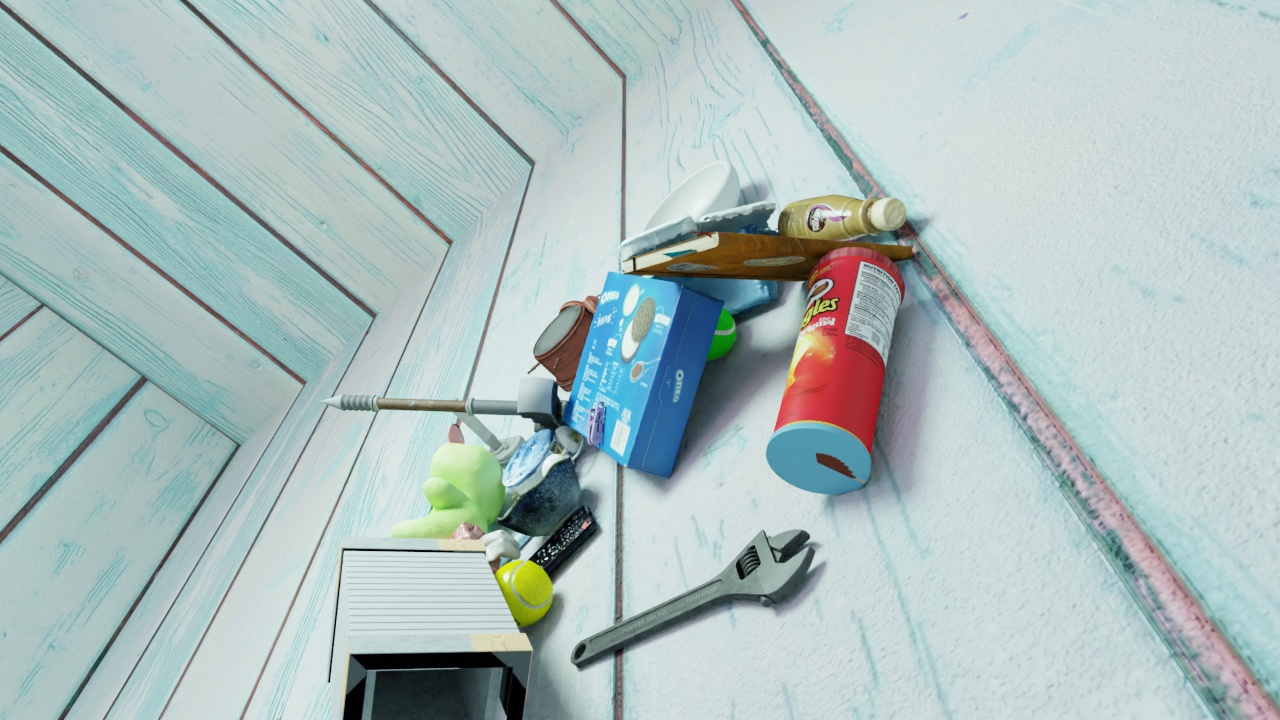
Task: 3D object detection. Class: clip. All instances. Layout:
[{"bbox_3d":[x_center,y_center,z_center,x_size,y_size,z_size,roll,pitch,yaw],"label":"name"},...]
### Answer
[{"bbox_3d":[-0.051,0.070,1.007,0.043,0.014,0.051,-6,70,66],"label":"clip"}]

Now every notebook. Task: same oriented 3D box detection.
[{"bbox_3d":[0.111,-0.097,0.899,0.179,0.248,0.014,-7,85,58],"label":"notebook"}]

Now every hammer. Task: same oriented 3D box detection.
[{"bbox_3d":[-0.254,0.058,1.174,0.156,0.322,0.043,72,-160,-71],"label":"hammer"}]

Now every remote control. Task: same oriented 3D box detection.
[{"bbox_3d":[-0.103,0.221,0.990,0.150,0.022,0.047,-45,21,2],"label":"remote control"}]

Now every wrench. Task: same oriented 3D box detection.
[{"bbox_3d":[0.034,0.206,0.765,0.274,0.018,0.073,-35,25,32],"label":"wrench"}]

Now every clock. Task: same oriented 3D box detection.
[{"bbox_3d":[-0.116,0.126,1.133,0.126,0.052,0.088,-31,26,34],"label":"clock"},{"bbox_3d":[-0.090,-0.034,1.336,0.121,0.072,0.157,-9,44,58],"label":"clock"}]

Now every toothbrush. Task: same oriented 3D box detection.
[{"bbox_3d":[-0.130,0.199,1.084,0.155,0.022,0.016,-46,-20,1],"label":"toothbrush"}]

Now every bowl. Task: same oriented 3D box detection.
[{"bbox_3d":[0.081,-0.202,1.317,0.177,0.066,0.176,-39,23,20],"label":"bowl"},{"bbox_3d":[-0.104,0.160,1.029,0.110,0.055,0.110,-44,-4,-4],"label":"bowl"}]

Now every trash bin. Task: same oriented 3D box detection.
[{"bbox_3d":[-0.204,0.274,0.839,0.247,0.142,0.142,-151,68,-68],"label":"trash bin"}]

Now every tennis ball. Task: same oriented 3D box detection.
[{"bbox_3d":[0.075,-0.032,1.034,0.065,0.065,0.065,-39,23,20],"label":"tennis ball"},{"bbox_3d":[-0.122,0.237,0.932,0.065,0.065,0.065,-39,23,20],"label":"tennis ball"}]

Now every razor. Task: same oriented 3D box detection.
[{"bbox_3d":[-0.228,0.098,1.304,0.088,0.116,0.047,-17,32,52],"label":"razor"}]

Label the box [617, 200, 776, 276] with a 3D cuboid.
[{"bbox_3d":[0.061,-0.145,1.111,0.191,0.045,0.209,-17,-3,0],"label":"box"}]

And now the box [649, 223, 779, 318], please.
[{"bbox_3d":[0.091,-0.082,1.136,0.111,0.094,0.232,-8,-13,-43],"label":"box"}]

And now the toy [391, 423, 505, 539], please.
[{"bbox_3d":[-0.221,0.179,1.143,0.107,0.150,0.196,0,44,24],"label":"toy"}]

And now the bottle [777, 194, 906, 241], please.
[{"bbox_3d":[0.216,-0.150,0.985,0.059,0.059,0.166,-53,23,-15],"label":"bottle"}]

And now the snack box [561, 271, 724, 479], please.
[{"bbox_3d":[-0.006,0.006,1.033,0.239,0.056,0.195,24,97,68],"label":"snack box"}]

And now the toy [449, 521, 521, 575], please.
[{"bbox_3d":[-0.211,0.259,1.030,0.194,0.084,0.159,-49,3,12],"label":"toy"}]

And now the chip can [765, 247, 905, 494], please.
[{"bbox_3d":[0.167,0.003,0.775,0.087,0.087,0.212,-26,30,42],"label":"chip can"}]
